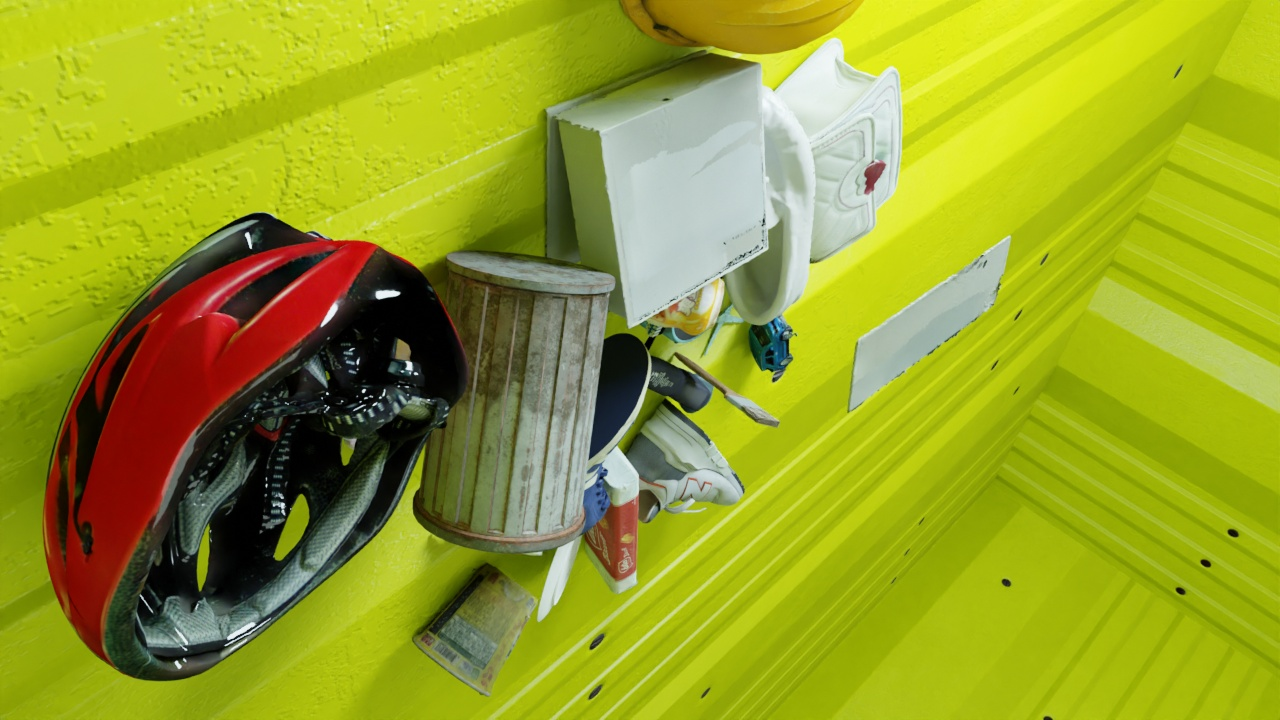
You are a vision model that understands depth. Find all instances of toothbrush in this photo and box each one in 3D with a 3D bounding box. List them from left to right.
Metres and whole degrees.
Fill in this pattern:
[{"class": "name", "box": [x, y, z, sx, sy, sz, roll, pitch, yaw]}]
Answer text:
[{"class": "toothbrush", "box": [-0.005, 0.005, 0.903, 0.014, 0.014, 0.168, -19, 156, -30]}]

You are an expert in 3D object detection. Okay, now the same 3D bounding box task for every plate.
[{"class": "plate", "box": [-0.084, 0.225, 1.016, 0.134, 0.011, 0.134, 21, 88, -85]}]

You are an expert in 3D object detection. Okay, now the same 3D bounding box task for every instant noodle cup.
[{"class": "instant noodle cup", "box": [-0.165, 0.273, 0.947, 0.108, 0.102, 0.102, -53, 153, -16]}]

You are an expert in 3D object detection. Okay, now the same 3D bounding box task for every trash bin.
[{"class": "trash bin", "box": [-0.094, 0.034, 0.680, 0.130, 0.131, 0.211, -9, 112, -52]}]

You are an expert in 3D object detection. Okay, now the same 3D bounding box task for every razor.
[{"class": "razor", "box": [0.031, 0.022, 0.989, 0.047, 0.052, 0.142, -54, 146, 7]}]

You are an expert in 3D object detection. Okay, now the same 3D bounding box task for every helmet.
[{"class": "helmet", "box": [-0.220, 0.049, 0.521, 0.272, 0.167, 0.217, -60, 163, 1]}, {"class": "helmet", "box": [0.114, -0.306, 0.653, 0.254, 0.131, 0.206, -32, 146, -32]}]

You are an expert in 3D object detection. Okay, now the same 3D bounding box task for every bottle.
[{"class": "bottle", "box": [0.017, -0.063, 0.810, 0.063, 0.108, 0.063, -169, -87, -86]}]

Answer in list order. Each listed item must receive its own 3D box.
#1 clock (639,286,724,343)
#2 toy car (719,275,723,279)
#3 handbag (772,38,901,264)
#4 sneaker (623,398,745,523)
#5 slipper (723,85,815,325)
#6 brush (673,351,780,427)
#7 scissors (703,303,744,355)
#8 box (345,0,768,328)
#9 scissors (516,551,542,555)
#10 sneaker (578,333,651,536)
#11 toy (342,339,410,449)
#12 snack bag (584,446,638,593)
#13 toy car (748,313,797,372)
[{"class": "clock", "box": [0.035, -0.069, 0.885, 0.090, 0.053, 0.124, -47, 148, -11]}, {"class": "toy car", "box": [0.116, -0.103, 0.964, 0.111, 0.047, 0.047, 12, 116, -36]}, {"class": "handbag", "box": [0.189, -0.199, 0.920, 0.142, 0.096, 0.198, -46, 153, -9]}, {"class": "sneaker", "box": [0.037, 0.144, 1.108, 0.124, 0.089, 0.240, -44, 142, -7]}, {"class": "slipper", "box": [0.103, -0.138, 0.844, 0.074, 0.112, 0.247, -61, 150, -41]}, {"class": "brush", "box": [0.085, 0.028, 0.972, 0.045, 0.143, 0.008, 15, 108, -51]}, {"class": "scissors", "box": [0.094, -0.062, 1.025, 0.135, 0.015, 0.135, -58, 157, 16]}, {"class": "box", "box": [-0.079, -0.219, 0.800, 0.168, 0.404, 0.172, -30, 144, -30]}, {"class": "scissors", "box": [-0.149, 0.179, 0.898, 0.130, 0.070, 0.013, 30, 63, -53]}, {"class": "sneaker", "box": [-0.048, 0.091, 0.902, 0.233, 0.091, 0.118, -52, 147, 0]}, {"class": "toy", "box": [-0.183, 0.019, 0.674, 0.109, 0.047, 0.063, -55, 155, -21]}, {"class": "snack bag", "box": [-0.035, 0.176, 1.034, 0.041, 0.077, 0.226, -24, 142, -24]}, {"class": "toy car", "box": [0.157, -0.026, 1.110, 0.043, 0.056, 0.120, -23, 152, -5]}]
